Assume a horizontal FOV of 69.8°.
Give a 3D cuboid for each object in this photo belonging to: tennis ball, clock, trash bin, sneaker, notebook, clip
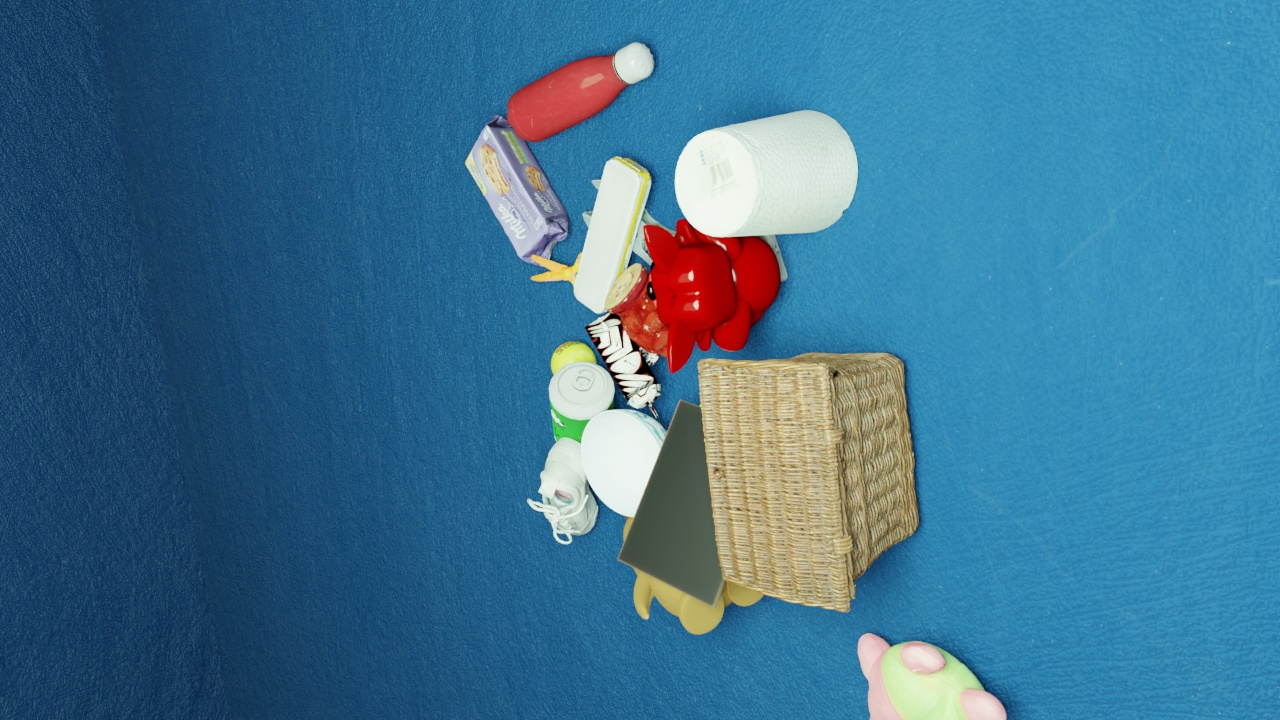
[{"bbox_3d":[-0.095,0.005,1.309,0.065,0.065,0.065,16,113,41],"label":"tennis ball"},{"bbox_3d":[-0.008,0.007,1.206,0.154,0.065,0.114,60,179,-8],"label":"clock"},{"bbox_3d":[0.127,-0.191,0.959,0.133,0.161,0.133,16,113,41],"label":"trash bin"},{"bbox_3d":[-0.116,0.206,1.317,0.089,0.090,0.243,26,149,13],"label":"sneaker"},{"bbox_3d":[0.067,0.164,1.083,0.141,0.008,0.209,19,85,34],"label":"notebook"},{"bbox_3d":[-0.018,-0.157,1.211,0.167,0.028,0.128,43,130,28],"label":"clip"}]

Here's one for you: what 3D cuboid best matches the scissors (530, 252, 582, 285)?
[{"bbox_3d":[-0.101,-0.112,1.292,0.133,0.012,0.097,-5,105,26],"label":"scissors"}]

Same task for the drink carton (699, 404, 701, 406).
[{"bbox_3d":[0.133,0.093,1.116,0.134,0.058,0.043,46,126,24],"label":"drink carton"}]

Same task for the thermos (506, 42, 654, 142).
[{"bbox_3d":[-0.076,-0.347,1.175,0.240,0.073,0.073,-10,95,45],"label":"thermos"}]

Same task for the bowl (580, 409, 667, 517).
[{"bbox_3d":[-0.001,0.125,1.206,0.144,0.074,0.144,14,113,37],"label":"bowl"}]

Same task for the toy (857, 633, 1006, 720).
[{"bbox_3d":[0.309,0.388,1.019,0.192,0.096,0.237,44,143,23],"label":"toy"}]

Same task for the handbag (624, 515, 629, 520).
[{"bbox_3d":[-0.013,0.203,1.322,0.055,0.029,0.120,7,113,41],"label":"handbag"}]

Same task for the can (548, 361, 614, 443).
[{"bbox_3d":[-0.079,0.069,1.267,0.088,0.087,0.140,46,157,25],"label":"can"}]

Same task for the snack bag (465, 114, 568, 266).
[{"bbox_3d":[-0.172,-0.241,1.315,0.097,0.058,0.205,-40,78,48],"label":"snack bag"}]

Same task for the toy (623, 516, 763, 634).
[{"bbox_3d":[0.053,0.255,1.193,0.203,0.198,0.162,24,135,60],"label":"toy"}]

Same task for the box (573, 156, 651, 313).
[{"bbox_3d":[-0.037,-0.160,1.190,0.064,0.033,0.210,39,128,30],"label":"box"}]

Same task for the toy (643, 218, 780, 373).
[{"bbox_3d":[0.068,-0.083,1.001,0.121,0.196,0.158,0,104,37],"label":"toy"}]

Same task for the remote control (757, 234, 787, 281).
[{"bbox_3d":[0.105,-0.112,1.107,0.151,0.019,0.074,-17,90,46],"label":"remote control"}]

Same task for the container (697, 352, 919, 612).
[{"bbox_3d":[0.189,0.106,0.975,0.162,0.182,0.250,3,104,45],"label":"container"}]

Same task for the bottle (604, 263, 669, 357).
[{"bbox_3d":[0.018,-0.064,1.140,0.111,0.098,0.099,36,139,-20],"label":"bottle"}]
